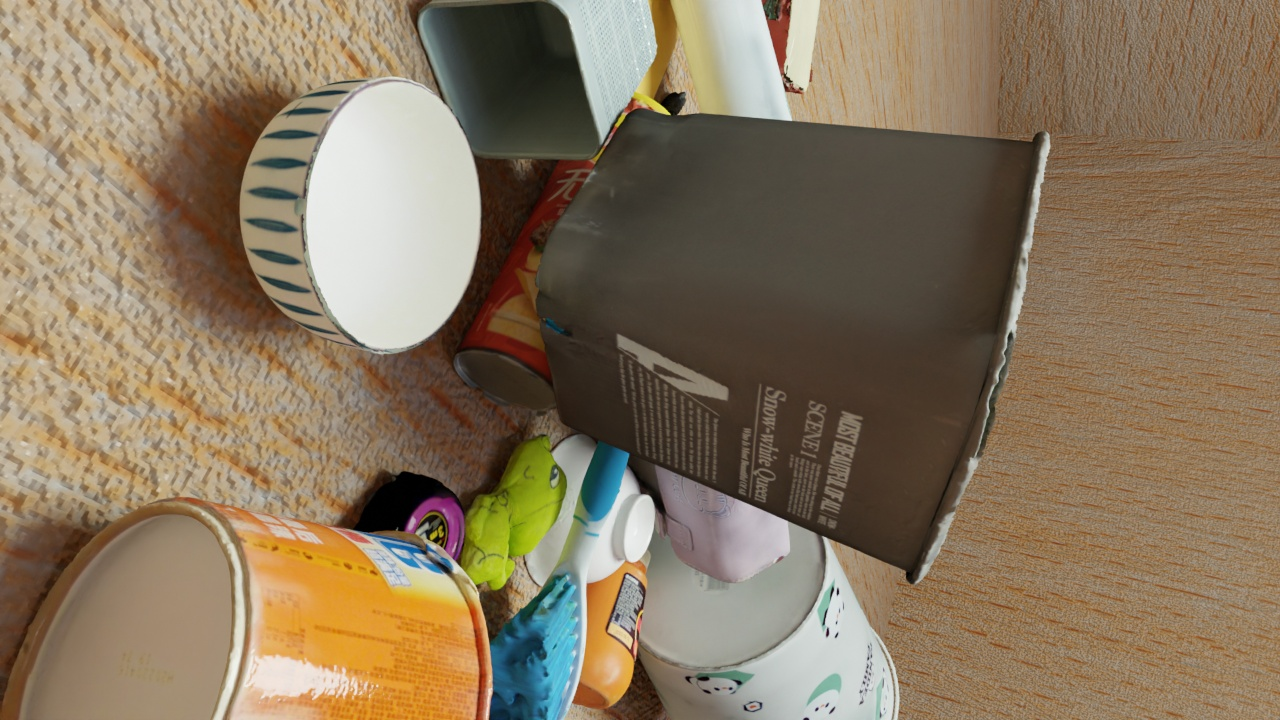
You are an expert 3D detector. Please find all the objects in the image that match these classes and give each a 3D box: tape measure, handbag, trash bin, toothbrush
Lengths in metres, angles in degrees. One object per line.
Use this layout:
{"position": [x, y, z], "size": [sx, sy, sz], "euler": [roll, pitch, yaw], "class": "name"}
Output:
{"position": [-0.126, 0.092, 0.497], "size": [0.056, 0.039, 0.058], "euler": [-58, 142, -40], "class": "tape measure"}
{"position": [0.042, 0.059, 0.702], "size": [0.098, 0.145, 0.197], "euler": [-29, 132, -25], "class": "handbag"}
{"position": [0.103, 0.252, 0.840], "size": [0.228, 0.230, 0.252], "euler": [-62, 143, -35], "class": "trash bin"}
{"position": [0.078, -0.022, 0.499], "size": [0.199, 0.220, 0.198], "euler": [86, 23, -51], "class": "trash bin"}
{"position": [-0.004, -0.150, 0.700], "size": [0.189, 0.016, 0.014], "euler": [-61, 143, -34], "class": "toothbrush"}

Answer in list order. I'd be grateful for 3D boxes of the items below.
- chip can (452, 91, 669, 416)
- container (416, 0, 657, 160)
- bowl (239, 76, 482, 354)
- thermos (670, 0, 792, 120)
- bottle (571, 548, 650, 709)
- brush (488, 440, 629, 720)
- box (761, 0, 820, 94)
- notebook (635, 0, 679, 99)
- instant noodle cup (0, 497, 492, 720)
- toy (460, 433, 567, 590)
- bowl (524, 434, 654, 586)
{"position": [-0.042, -0.073, 0.580], "size": [0.216, 0.073, 0.073], "euler": [-66, 151, -27], "class": "chip can"}
{"position": [-0.049, -0.181, 0.511], "size": [0.090, 0.090, 0.111], "euler": [74, 32, -42], "class": "container"}
{"position": [-0.129, -0.064, 0.403], "size": [0.116, 0.066, 0.116], "euler": [9, 90, -66], "class": "bowl"}
{"position": [0.082, -0.186, 0.694], "size": [0.073, 0.073, 0.224], "euler": [-27, 102, -60], "class": "thermos"}
{"position": [-0.025, 0.195, 0.727], "size": [0.067, 0.067, 0.149], "euler": [73, 29, -44], "class": "bottle"}
{"position": [-0.052, 0.145, 0.604], "size": [0.109, 0.060, 0.315], "euler": [-35, 142, -66], "class": "brush"}
{"position": [0.138, -0.342, 0.865], "size": [0.091, 0.077, 0.168], "euler": [-7, 105, -63], "class": "box"}
{"position": [-0.003, -0.268, 0.669], "size": [0.205, 0.010, 0.146], "euler": [-70, 153, -22], "class": "notebook"}
{"position": [-0.148, 0.124, 0.344], "size": [0.111, 0.152, 0.151], "euler": [40, 62, -52], "class": "instant noodle cup"}
{"position": [-0.082, 0.100, 0.601], "size": [0.100, 0.031, 0.097], "euler": [-15, 114, -59], "class": "toy"}
{"position": [-0.028, 0.118, 0.682], "size": [0.118, 0.065, 0.118], "euler": [-32, 127, -59], "class": "bowl"}
